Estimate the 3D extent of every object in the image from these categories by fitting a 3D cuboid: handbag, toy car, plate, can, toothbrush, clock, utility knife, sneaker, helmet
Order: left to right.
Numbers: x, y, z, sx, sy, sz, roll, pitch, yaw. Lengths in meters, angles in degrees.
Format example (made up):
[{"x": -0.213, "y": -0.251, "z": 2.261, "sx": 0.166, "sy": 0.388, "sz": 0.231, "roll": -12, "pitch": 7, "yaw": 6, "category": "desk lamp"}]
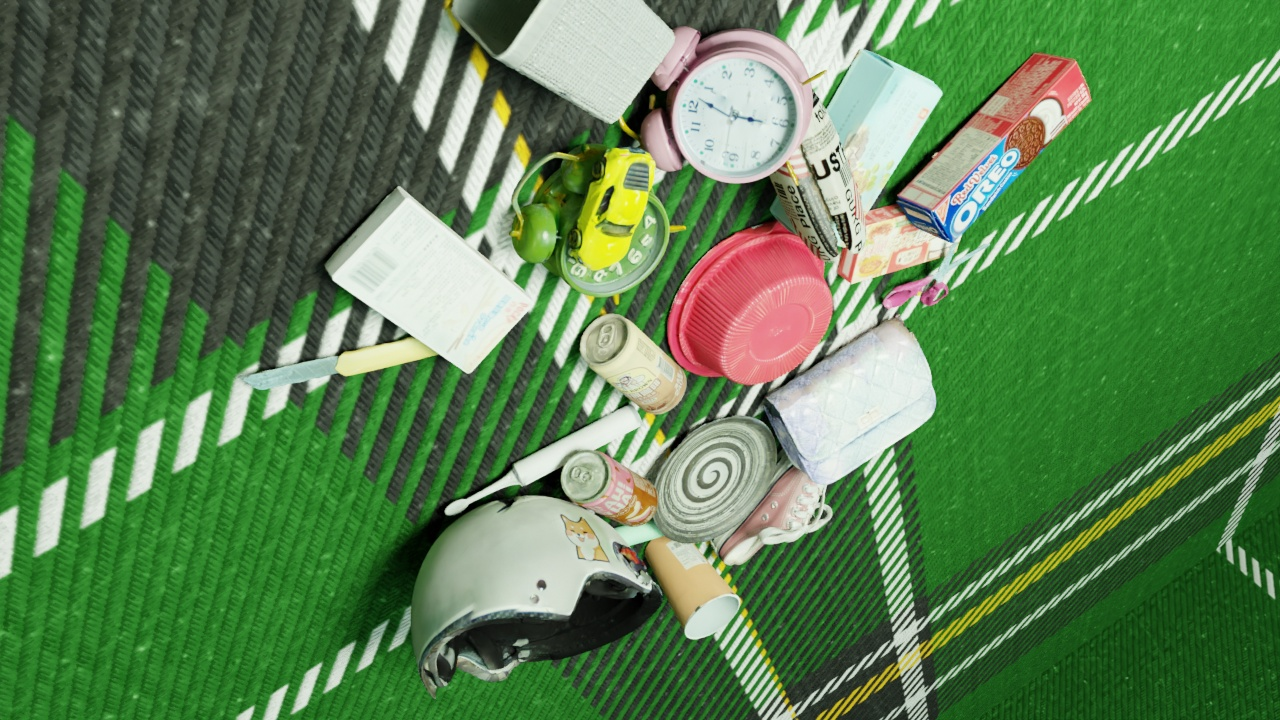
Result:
[{"x": -0.214, "y": -0.005, "z": 0.767, "sx": 0.220, "sy": 0.022, "sz": 0.031, "roll": -19, "pitch": 136, "yaw": -30, "category": "utility knife"}, {"x": -0.116, "y": 0.223, "z": 0.941, "sx": 0.231, "sy": 0.156, "sz": 0.273, "roll": -37, "pitch": 154, "yaw": 27, "category": "helmet"}, {"x": -0.100, "y": 0.105, "z": 0.943, "sx": 0.220, "sy": 0.026, "sz": 0.026, "roll": -27, "pitch": 160, "yaw": -12, "category": "toothbrush"}, {"x": -0.042, "y": -0.115, "z": 0.758, "sx": 0.116, "sy": 0.056, "sz": 0.161, "roll": -48, "pitch": 138, "yaw": 11, "category": "clock"}, {"x": -0.030, "y": 0.138, "z": 0.977, "sx": 0.058, "sy": 0.058, "sz": 0.147, "roll": -41, "pitch": 152, "yaw": 4, "category": "can"}, {"x": -0.020, "y": -0.113, "z": 0.708, "sx": 0.048, "sy": 0.032, "sz": 0.105, "roll": -1, "pitch": 129, "yaw": -35, "category": "toy car"}, {"x": -0.005, "y": 0.005, "z": 0.893, "sx": 0.058, "sy": 0.058, "sz": 0.116, "roll": -43, "pitch": 139, "yaw": 6, "category": "can"}, {"x": -0.003, "y": 0.208, "z": 1.106, "sx": 0.224, "sy": 0.026, "sz": 0.027, "roll": -11, "pitch": 162, "yaw": -28, "category": "toothbrush"}, {"x": 0.085, "y": 0.140, "z": 1.096, "sx": 0.179, "sy": 0.024, "sz": 0.180, "roll": -15, "pitch": 123, "yaw": -25, "category": "plate"}, {"x": 0.058, "y": -0.199, "z": 0.722, "sx": 0.158, "sy": 0.059, "sz": 0.117, "roll": 11, "pitch": 120, "yaw": 4, "category": "clock"}, {"x": 0.192, "y": 0.186, "z": 1.177, "sx": 0.241, "sy": 0.088, "sz": 0.118, "roll": -49, "pitch": 138, "yaw": 13, "category": "sneaker"}, {"x": 0.254, "y": 0.050, "z": 1.088, "sx": 0.193, "sy": 0.075, "sz": 0.134, "roll": -33, "pitch": 112, "yaw": -8, "category": "handbag"}]

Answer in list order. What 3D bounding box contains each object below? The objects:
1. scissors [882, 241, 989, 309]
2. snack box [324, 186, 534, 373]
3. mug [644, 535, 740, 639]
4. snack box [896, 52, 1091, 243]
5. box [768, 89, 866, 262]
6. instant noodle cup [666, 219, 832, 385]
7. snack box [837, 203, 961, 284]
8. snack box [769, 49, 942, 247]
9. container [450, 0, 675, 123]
[{"x": 0.344, "y": -0.094, "z": 1.059, "sx": 0.133, "sy": 0.017, "sz": 0.130, "roll": -33, "pitch": 150, "yaw": 19, "category": "scissors"}, {"x": -0.164, "y": -0.060, "z": 0.736, "sx": 0.085, "sy": 0.027, "sz": 0.157, "roll": -46, "pitch": 136, "yaw": 2, "category": "snack box"}, {"x": 0.058, "y": 0.270, "z": 1.134, "sx": 0.078, "sy": 0.122, "sz": 0.078, "roll": -20, "pitch": 137, "yaw": -20, "category": "mug"}, {"x": 0.355, "y": -0.214, "z": 0.928, "sx": 0.207, "sy": 0.058, "sz": 0.057, "roll": -46, "pitch": 128, "yaw": 1, "category": "snack box"}, {"x": 0.139, "y": -0.158, "z": 0.802, "sx": 0.083, "sy": 0.075, "sz": 0.163, "roll": -15, "pitch": 116, "yaw": 26, "category": "box"}, {"x": 0.124, "y": -0.045, "z": 0.935, "sx": 0.193, "sy": 0.066, "sz": 0.194, "roll": -18, "pitch": 135, "yaw": -20, "category": "instant noodle cup"}, {"x": 0.288, "y": -0.136, "z": 0.995, "sx": 0.152, "sy": 0.025, "sz": 0.075, "roll": -17, "pitch": 135, "yaw": -23, "category": "snack box"}, {"x": 0.199, "y": -0.194, "z": 0.859, "sx": 0.074, "sy": 0.051, "sz": 0.175, "roll": 7, "pitch": 123, "yaw": -38, "category": "snack box"}, {"x": -0.048, "y": -0.231, "z": 0.626, "sx": 0.114, "sy": 0.090, "sz": 0.090, "roll": 21, "pitch": 113, "yaw": -48, "category": "container"}]
